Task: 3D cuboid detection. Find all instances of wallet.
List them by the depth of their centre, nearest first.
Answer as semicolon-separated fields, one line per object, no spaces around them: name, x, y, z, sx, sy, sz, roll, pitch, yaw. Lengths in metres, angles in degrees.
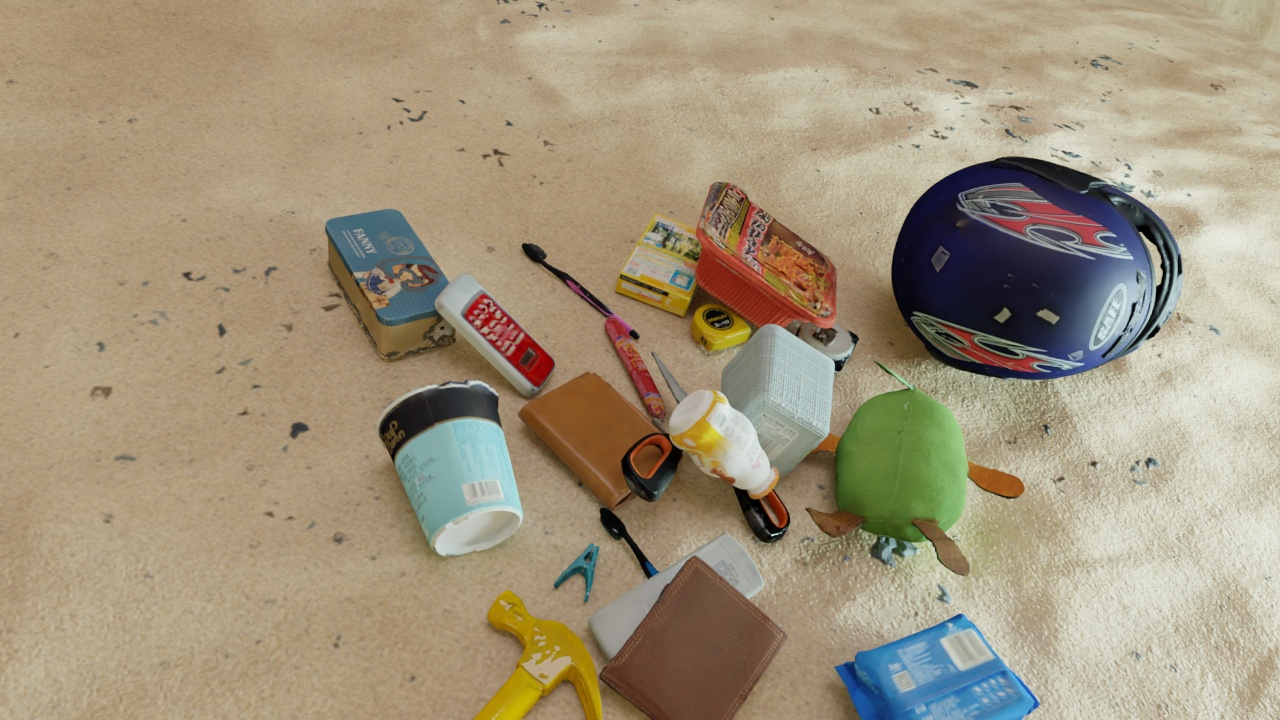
wallet;0.043;0.227;0.714;0.101;0.032;0.124;40;62;6
wallet;-0.036;0.071;0.875;0.132;0.031;0.107;43;47;19

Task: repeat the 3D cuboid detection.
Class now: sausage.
sausage;-0.006;0.006;0.961;0.020;0.020;0.155;-9;49;-25

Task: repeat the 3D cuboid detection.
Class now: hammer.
hammer;-0.138;0.289;0.623;0.129;0.033;0.299;33;45;18

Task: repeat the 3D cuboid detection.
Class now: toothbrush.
toothbrush;0.022;0.197;0.782;0.014;0.016;0.189;-22;58;-37
toothbrush;-0.067;-0.080;1.036;0.189;0.014;0.017;39;36;22

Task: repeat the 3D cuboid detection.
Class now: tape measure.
tape measure;0.085;-0.035;1.023;0.059;0.029;0.057;-18;54;-31
tape measure;0.206;-0.018;1.039;0.066;0.034;0.065;30;44;16

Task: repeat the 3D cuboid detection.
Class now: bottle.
bottle;0.077;0.078;0.825;0.108;0.063;0.063;44;41;-16

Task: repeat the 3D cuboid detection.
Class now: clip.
clip;-0.049;0.177;0.778;0.034;0.013;0.054;26;46;9

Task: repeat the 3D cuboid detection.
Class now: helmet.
helmet;0.441;-0.090;1.020;0.316;0.248;0.239;18;25;13

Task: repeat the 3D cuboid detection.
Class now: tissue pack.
tissue pack;0.238;0.268;0.742;0.157;0.052;0.095;-10;47;-25

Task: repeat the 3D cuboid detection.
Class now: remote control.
remote control;0.031;0.200;0.755;0.149;0.021;0.058;-26;67;-25
remote control;-0.141;-0.025;0.906;0.136;0.020;0.055;47;43;-14

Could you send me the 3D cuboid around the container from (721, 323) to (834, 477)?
container;0.132;0.041;0.894;0.090;0.090;0.111;31;35;-12

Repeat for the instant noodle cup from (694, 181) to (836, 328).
instant noodle cup;0.135;-0.107;1.045;0.189;0.079;0.164;33;34;-8

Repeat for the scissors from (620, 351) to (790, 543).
scissors;0.057;0.083;0.874;0.220;0.022;0.234;-16;61;-49

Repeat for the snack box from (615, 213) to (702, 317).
snack box;0.034;-0.115;1.088;0.087;0.034;0.140;21;45;5

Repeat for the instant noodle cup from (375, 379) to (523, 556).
instant noodle cup;-0.154;0.096;0.773;0.111;0.111;0.120;-10;58;-26

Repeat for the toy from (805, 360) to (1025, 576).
toy;0.251;0.105;0.887;0.227;0.090;0.246;12;38;16

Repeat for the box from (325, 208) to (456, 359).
box;-0.261;-0.086;0.949;0.089;0.062;0.184;-19;55;-32
